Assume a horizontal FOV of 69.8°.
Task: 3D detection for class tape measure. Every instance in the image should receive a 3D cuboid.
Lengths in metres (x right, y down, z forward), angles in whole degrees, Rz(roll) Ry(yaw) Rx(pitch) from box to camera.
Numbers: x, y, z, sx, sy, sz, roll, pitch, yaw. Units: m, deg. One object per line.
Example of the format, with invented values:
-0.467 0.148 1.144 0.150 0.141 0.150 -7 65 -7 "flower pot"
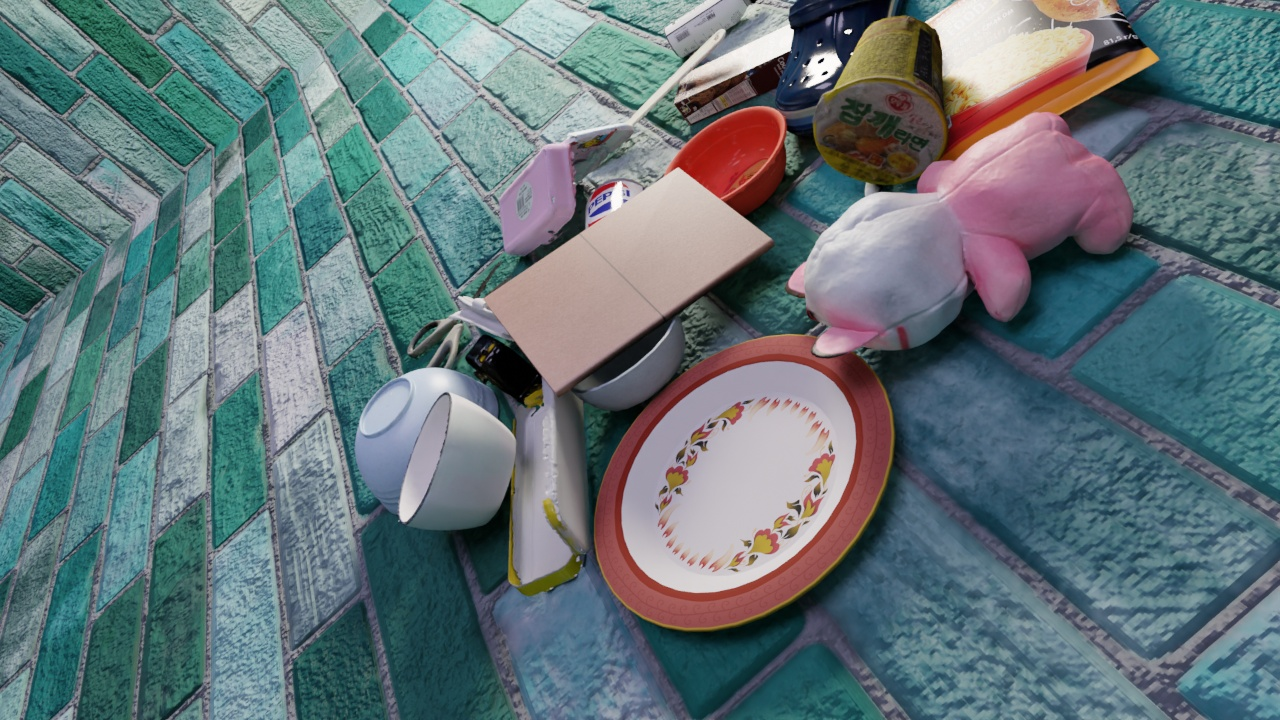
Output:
-0.132 0.007 0.852 0.038 0.067 0.063 -54 37 -10 "tape measure"

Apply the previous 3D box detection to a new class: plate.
0.066 0.079 0.627 0.230 0.021 0.229 -26 39 23 "plate"

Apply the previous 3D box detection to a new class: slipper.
0.178 -0.310 0.854 0.105 0.095 0.252 -6 46 37 "slipper"

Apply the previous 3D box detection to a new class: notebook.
-0.014 -0.071 0.758 0.209 0.008 0.141 -35 48 -8 "notebook"

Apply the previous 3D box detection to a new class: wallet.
-0.124 -0.038 0.879 0.116 0.086 0.032 19 93 49 "wallet"

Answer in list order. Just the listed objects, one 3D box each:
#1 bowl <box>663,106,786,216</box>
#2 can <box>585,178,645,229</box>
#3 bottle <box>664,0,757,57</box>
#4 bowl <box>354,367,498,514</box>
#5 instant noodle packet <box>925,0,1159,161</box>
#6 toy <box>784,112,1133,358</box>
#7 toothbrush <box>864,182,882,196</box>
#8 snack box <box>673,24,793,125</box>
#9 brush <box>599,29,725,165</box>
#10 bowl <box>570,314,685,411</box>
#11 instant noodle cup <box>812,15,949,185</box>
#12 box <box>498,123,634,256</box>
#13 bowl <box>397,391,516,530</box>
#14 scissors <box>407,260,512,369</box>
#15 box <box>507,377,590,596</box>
0.084 -0.171 0.840 0.131 0.045 0.130 -26 39 23 "bowl"
-0.016 -0.108 0.854 0.070 0.070 0.131 -28 38 20 "can"
0.086 -0.403 1.078 0.116 0.041 0.041 -26 39 23 "bottle"
-0.216 0.063 0.870 0.151 0.075 0.150 -26 39 23 "bowl"
0.291 -0.247 0.725 0.160 0.032 0.220 -28 38 32 "instant noodle packet"
0.197 -0.080 0.608 0.213 0.084 0.141 -29 38 14 "toy"
0.206 -0.198 0.768 0.017 0.016 0.188 -7 53 35 "toothbrush"
0.106 -0.299 0.961 0.141 0.032 0.050 -15 44 34 "snack box"
0.015 -0.286 1.011 0.218 0.012 0.033 -38 36 33 "brush"
-0.004 0.004 0.744 0.106 0.039 0.106 -32 21 14 "bowl"
0.193 -0.209 0.714 0.102 0.102 0.108 -10 45 38 "instant noodle cup"
-0.077 -0.176 0.964 0.202 0.103 0.101 164 98 -68 "box"
-0.150 0.089 0.764 0.117 0.065 0.116 -49 30 41 "bowl"
-0.203 -0.035 1.002 0.158 0.012 0.168 -15 48 38 "scissors"
-0.083 0.074 0.729 0.084 0.080 0.209 -26 38 16 "box"
